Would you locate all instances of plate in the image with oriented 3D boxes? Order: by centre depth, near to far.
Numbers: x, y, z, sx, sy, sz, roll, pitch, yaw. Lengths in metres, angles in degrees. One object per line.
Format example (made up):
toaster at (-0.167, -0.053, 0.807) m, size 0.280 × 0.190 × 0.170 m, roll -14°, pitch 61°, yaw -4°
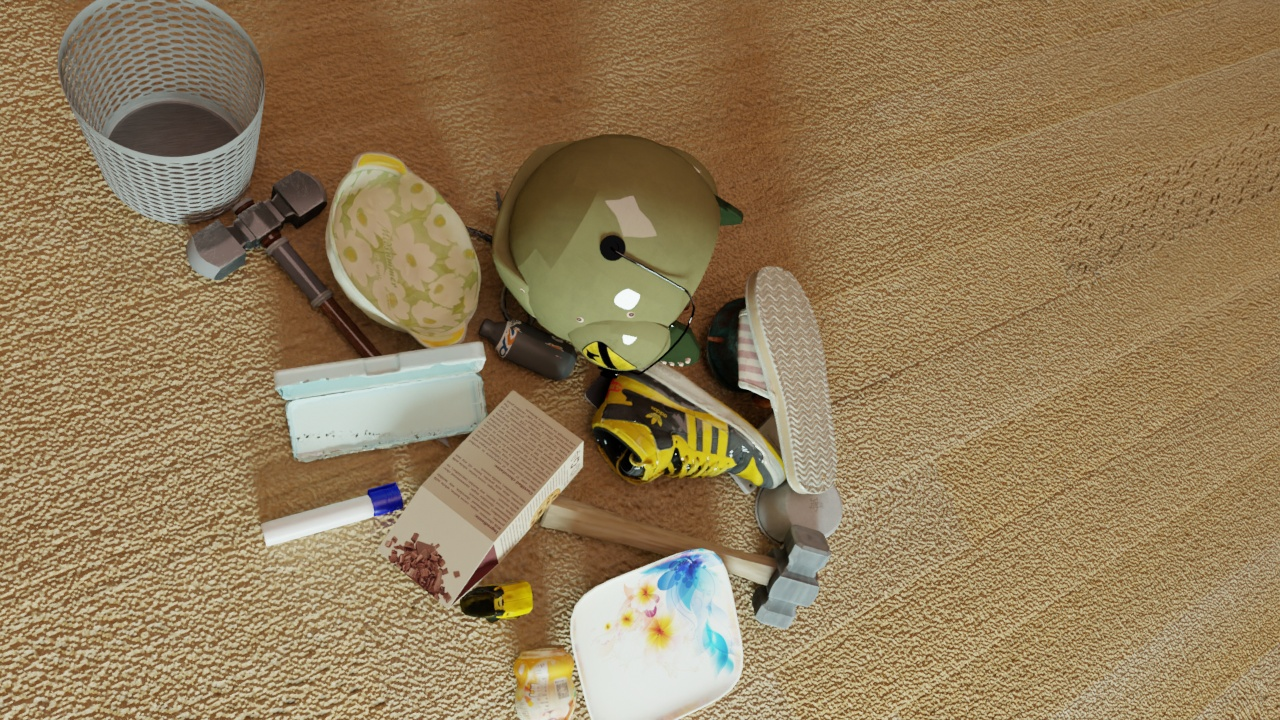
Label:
plate at (0.018, 0.302, 0.985) m, size 0.186 × 0.016 × 0.187 m, roll -17°, pitch 105°, yaw -20°

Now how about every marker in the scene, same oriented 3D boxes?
marker at (-0.305, 0.153, 0.913) m, size 0.133 × 0.023 × 0.027 m, roll -13°, pitch 61°, yaw -26°

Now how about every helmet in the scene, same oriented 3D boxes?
helmet at (-0.034, -0.118, 0.953) m, size 0.232 × 0.256 × 0.249 m, roll 27°, pitch 68°, yaw -20°

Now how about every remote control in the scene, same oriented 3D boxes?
remote control at (-0.006, 0.006, 1.085) m, size 0.045 × 0.008 × 0.146 m, roll 46°, pitch 65°, yaw -7°
remote control at (0.160, 0.103, 1.132) m, size 0.135 × 0.011 × 0.050 m, roll -40°, pitch 95°, yaw -26°

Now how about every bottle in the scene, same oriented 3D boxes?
bottle at (-0.097, 0.349, 0.932) m, size 0.063 × 0.063 × 0.109 m, roll 2°, pitch 76°, yaw -23°
bottle at (-0.125, -0.015, 1.018) m, size 0.112 × 0.047 × 0.047 m, roll 25°, pitch 69°, yaw -16°

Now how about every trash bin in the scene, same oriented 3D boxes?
trash bin at (-0.437, -0.224, 0.857) m, size 0.156 × 0.184 × 0.156 m, roll 6°, pitch 75°, yaw -22°

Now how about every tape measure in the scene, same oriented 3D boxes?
tape measure at (-0.141, 0.247, 0.937) m, size 0.064 × 0.066 × 0.037 m, roll 3°, pitch 76°, yaw -46°

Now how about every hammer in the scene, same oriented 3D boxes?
hammer at (-0.305, -0.034, 0.952) m, size 0.155 × 0.043 × 0.322 m, roll -43°, pitch 98°, yaw -26°
hammer at (0.047, 0.208, 1.020) m, size 0.322 × 0.051 × 0.117 m, roll 18°, pitch 115°, yaw -11°

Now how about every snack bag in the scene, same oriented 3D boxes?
snack bag at (-0.160, 0.143, 0.933) m, size 0.094 × 0.070 × 0.205 m, roll 35°, pitch 64°, yaw 15°

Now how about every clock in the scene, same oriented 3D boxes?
clock at (0.151, -0.007, 1.123) m, size 0.157 × 0.073 × 0.121 m, roll 48°, pitch 68°, yaw -23°

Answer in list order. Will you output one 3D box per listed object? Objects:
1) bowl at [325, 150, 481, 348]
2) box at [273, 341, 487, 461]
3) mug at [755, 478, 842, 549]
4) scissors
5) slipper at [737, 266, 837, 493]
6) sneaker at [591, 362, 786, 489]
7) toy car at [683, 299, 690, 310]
bowl at (-0.255, -0.105, 0.951) m, size 0.188 × 0.060 × 0.219 m, roll -15°, pitch 83°, yaw -57°
box at (-0.251, 0.038, 0.910) m, size 0.197 × 0.078 × 0.122 m, roll -9°, pitch 115°, yaw -15°
mug at (0.188, 0.190, 1.091) m, size 0.084 × 0.071 × 0.113 m, roll 12°, pitch 71°, yaw -21°
scissors at (-0.136, -0.112, 1.056) m, size 0.170 × 0.013 × 0.157 m, roll 12°, pitch 73°, yaw -20°
slipper at (0.164, 0.024, 1.051) m, size 0.114 × 0.052 × 0.263 m, roll -7°, pitch 83°, yaw -42°
sneaker at (0.051, 0.104, 1.037) m, size 0.238 × 0.086 × 0.122 m, roll 37°, pitch 71°, yaw -9°
toy car at (0.016, -0.072, 1.095) m, size 0.091 × 0.042 × 0.036 m, roll -1°, pitch 107°, yaw -17°
